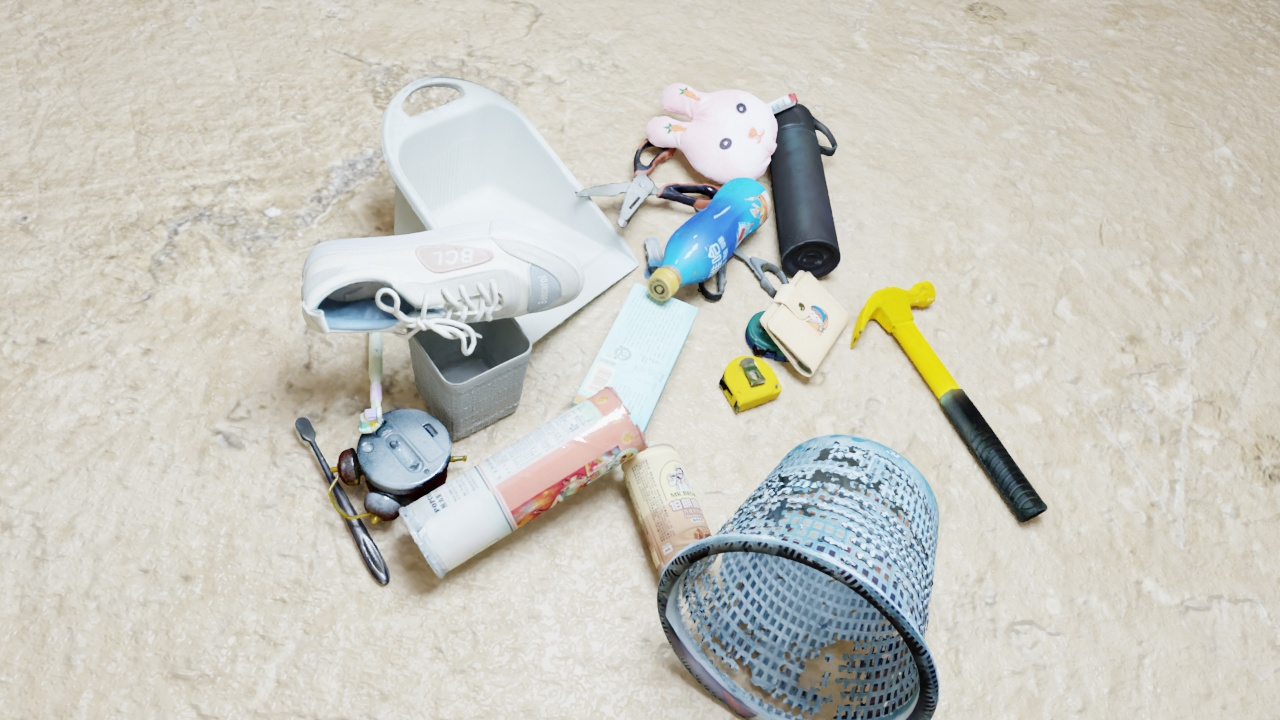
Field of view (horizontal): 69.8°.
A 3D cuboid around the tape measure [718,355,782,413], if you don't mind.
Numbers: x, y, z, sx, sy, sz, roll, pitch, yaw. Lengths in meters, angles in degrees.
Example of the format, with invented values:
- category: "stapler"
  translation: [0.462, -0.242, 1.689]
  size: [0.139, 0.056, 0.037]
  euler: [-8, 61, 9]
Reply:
- category: "tape measure"
  translation: [0.115, 0.021, 0.966]
  size: [0.060, 0.029, 0.057]
  euler: [-17, 60, -22]

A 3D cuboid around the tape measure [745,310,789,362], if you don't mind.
- category: "tape measure"
  translation: [0.143, -0.029, 1.008]
  size: [0.054, 0.025, 0.058]
  euler: [15, 54, -2]

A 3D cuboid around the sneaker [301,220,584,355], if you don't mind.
- category: "sneaker"
  translation: [-0.166, -0.059, 0.782]
  size: [0.242, 0.090, 0.090]
  euler: [-3, 41, -8]

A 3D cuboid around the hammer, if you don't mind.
- category: "hammer"
  translation: [0.336, 0.039, 0.995]
  size: [0.128, 0.033, 0.300]
  euler: [-17, 61, -21]

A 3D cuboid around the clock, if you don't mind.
- category: "clock"
  translation: [-0.223, 0.097, 0.830]
  size: [0.121, 0.055, 0.082]
  euler: [-35, 69, -29]

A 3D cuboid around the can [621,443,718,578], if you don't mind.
- category: "can"
  translation: [0.026, 0.139, 0.849]
  size: [0.058, 0.059, 0.116]
  euler: [-12, 60, -19]

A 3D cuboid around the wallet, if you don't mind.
- category: "wallet"
  translation: [0.180, -0.046, 1.005]
  size: [0.087, 0.024, 0.114]
  euler: [45, 49, -4]

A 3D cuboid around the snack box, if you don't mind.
- category: "snack box"
  translation: [-0.006, 0.005, 0.938]
  size: [0.074, 0.052, 0.174]
  euler: [23, 56, 4]

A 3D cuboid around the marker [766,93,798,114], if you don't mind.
- category: "marker"
  translation: [0.129, -0.300, 1.155]
  size: [0.145, 0.017, 0.017]
  euler: [-24, 60, 7]

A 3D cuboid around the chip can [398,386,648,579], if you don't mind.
- category: "chip can"
  translation: [-0.101, 0.104, 0.812]
  size: [0.214, 0.071, 0.071]
  euler: [-31, 66, -14]

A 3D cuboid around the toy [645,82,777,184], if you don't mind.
- category: "toy"
  translation: [0.088, -0.280, 1.121]
  size: [0.159, 0.054, 0.121]
  euler: [20, 78, 8]

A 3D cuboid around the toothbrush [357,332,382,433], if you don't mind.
- category: "toothbrush"
  translation: [-0.255, 0.001, 0.877]
  size: [0.020, 0.029, 0.189]
  euler: [41, 18, -34]

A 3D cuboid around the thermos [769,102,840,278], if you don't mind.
- category: "thermos"
  translation: [0.205, -0.212, 1.117]
  size: [0.090, 0.069, 0.242]
  euler: [3, 56, -3]

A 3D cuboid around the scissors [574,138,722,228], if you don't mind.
- category: "scissors"
  translation: [0.015, -0.211, 1.085]
  size: [0.226, 0.015, 0.188]
  euler: [2, 46, -25]

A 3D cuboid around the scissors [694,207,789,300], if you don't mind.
- category: "scissors"
  translation: [0.106, -0.129, 1.079]
  size: [0.180, 0.014, 0.159]
  euler: [38, 54, 17]

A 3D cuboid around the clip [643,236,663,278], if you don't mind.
- category: "clip"
  translation: [0.015, -0.119, 1.049]
  size: [0.026, 0.043, 0.058]
  euler: [-2, 53, -11]

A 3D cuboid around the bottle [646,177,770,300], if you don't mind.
- category: "bottle"
  translation: [0.072, -0.132, 1.010]
  size: [0.065, 0.065, 0.218]
  euler: [33, 46, 12]

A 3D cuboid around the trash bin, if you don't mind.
- category: "trash bin"
  translation: [0.156, 0.176, 0.775]
  size: [0.226, 0.227, 0.194]
  euler: [31, 43, 10]

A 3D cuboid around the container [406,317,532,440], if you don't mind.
- category: "container"
  translation: [-0.163, 0.007, 0.867]
  size: [0.090, 0.115, 0.090]
  euler: [-27, 65, -26]

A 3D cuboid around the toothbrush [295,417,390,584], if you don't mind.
- category: "toothbrush"
  translation: [-0.270, 0.126, 0.828]
  size: [0.015, 0.018, 0.181]
  euler: [-18, 62, -40]

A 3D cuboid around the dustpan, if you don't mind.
- category: "dustpan"
  translation: [-0.146, -0.175, 0.960]
  size: [0.258, 0.143, 0.222]
  euler: [32, 43, 16]
